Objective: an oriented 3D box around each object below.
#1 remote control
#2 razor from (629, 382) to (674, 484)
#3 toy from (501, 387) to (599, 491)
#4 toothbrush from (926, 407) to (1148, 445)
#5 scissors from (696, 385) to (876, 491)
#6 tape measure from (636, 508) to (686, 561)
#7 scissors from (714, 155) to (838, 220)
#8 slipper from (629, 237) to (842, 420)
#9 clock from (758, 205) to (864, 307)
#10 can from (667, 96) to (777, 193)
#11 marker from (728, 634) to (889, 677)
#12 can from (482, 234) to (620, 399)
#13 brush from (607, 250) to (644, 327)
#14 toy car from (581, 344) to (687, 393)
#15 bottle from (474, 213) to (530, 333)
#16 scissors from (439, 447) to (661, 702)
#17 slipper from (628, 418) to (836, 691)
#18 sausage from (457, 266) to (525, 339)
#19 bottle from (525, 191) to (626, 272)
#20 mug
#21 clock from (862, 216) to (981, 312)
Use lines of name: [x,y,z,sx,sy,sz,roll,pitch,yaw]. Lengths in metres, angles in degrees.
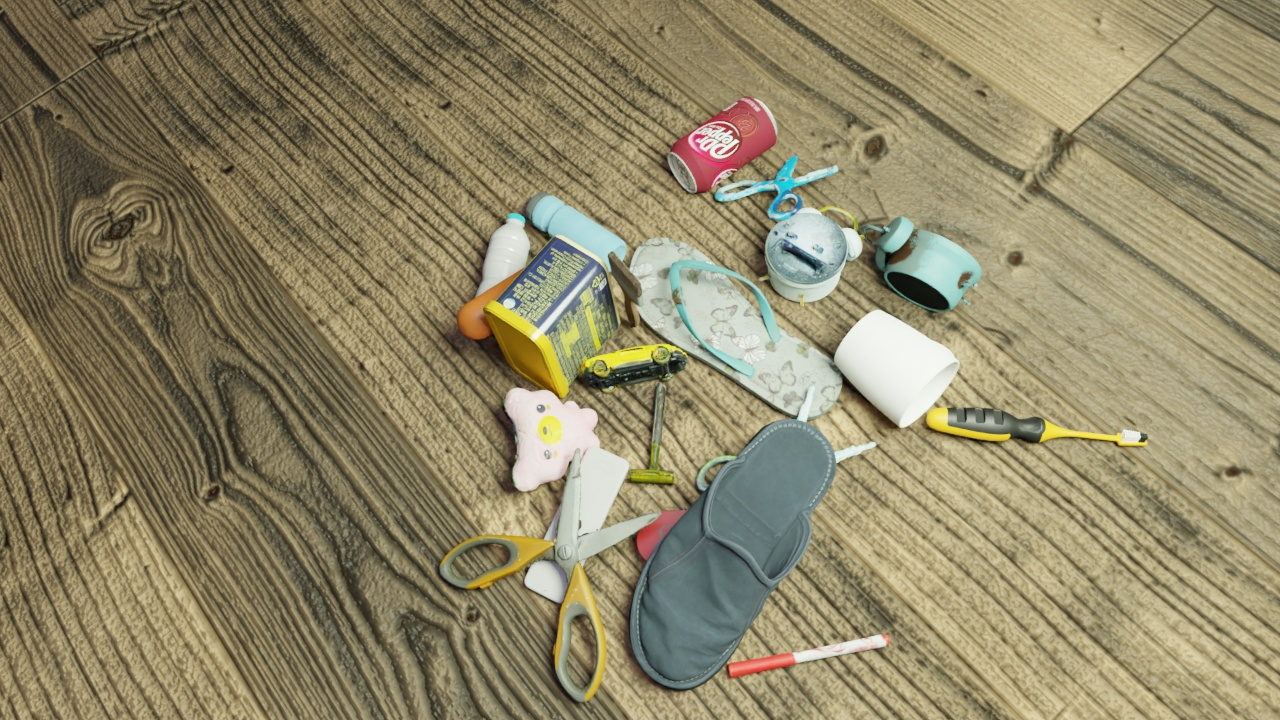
remote control: [-0.060,0.154,0.866,0.045,0.008,0.146,23,80,16]
razor: [0.016,0.070,0.900,0.042,0.026,0.105,1,61,10]
toy: [-0.086,0.075,0.895,0.093,0.050,0.102,-4,74,-7]
toothbrush: [0.366,0.064,0.851,0.197,0.031,0.031,6,50,6]
scissors: [0.138,0.109,0.861,0.171,0.024,0.165,-16,63,12]
tape measure: [0.025,0.163,0.854,0.051,0.019,0.059,18,75,11]
scissors: [0.146,-0.182,0.977,0.134,0.011,0.140,-13,34,7]
slipper: [0.083,-0.037,0.923,0.098,0.055,0.269,-44,69,-10]
clock: [0.178,-0.114,0.942,0.083,0.057,0.117,36,75,22]
can: [0.090,-0.236,1.007,0.114,0.063,0.063,-35,66,-9]
marker: [0.147,0.256,0.800,0.142,0.013,0.012,-12,64,2]
can: [-0.082,-0.042,0.903,0.075,0.135,0.104,32,71,20]
brush: [-0.011,-0.061,0.896,0.008,0.143,0.045,-37,75,-9]
toy car: [-0.005,0.005,0.917,0.107,0.049,0.030,-10,62,2]
bottle: [-0.148,-0.096,0.986,0.044,0.044,0.136,6,66,10]
scissors: [-0.086,0.192,0.841,0.230,0.016,0.225,-3,76,17]
slipper: [0.079,0.163,0.796,0.109,0.083,0.265,35,83,9]
sausage: [-0.120,-0.072,0.940,0.163,0.045,0.039,-38,96,-39]
bottle: [-0.075,-0.144,1.000,0.130,0.040,0.040,35,74,21]
mug: [0.250,-0.001,0.876,0.114,0.081,0.087,-24,56,-38]
clock: [0.272,-0.096,0.905,0.124,0.090,0.053,31,82,19]
